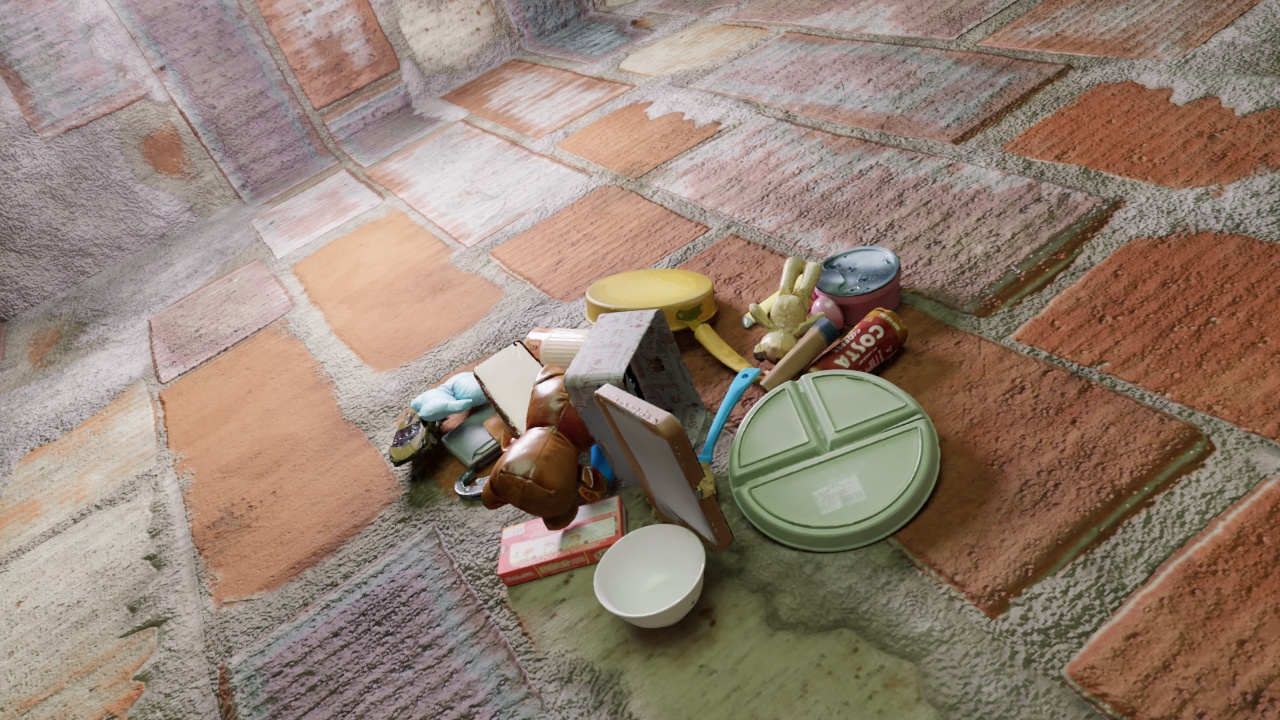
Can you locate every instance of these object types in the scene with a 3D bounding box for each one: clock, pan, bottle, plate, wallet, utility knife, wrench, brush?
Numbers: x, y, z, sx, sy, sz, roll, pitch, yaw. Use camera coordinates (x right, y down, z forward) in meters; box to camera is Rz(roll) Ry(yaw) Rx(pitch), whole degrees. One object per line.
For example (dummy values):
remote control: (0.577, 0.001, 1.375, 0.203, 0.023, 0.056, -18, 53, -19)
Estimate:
clock: (0.279, -0.093, 1.245, 0.158, 0.060, 0.117, -19, 34, 4)
pan: (0.062, -0.052, 1.304, 0.197, 0.078, 0.358, -19, 26, -30)
bottle: (-0.016, 0.085, 1.162, 0.065, 0.065, 0.218, 2, 47, 33)
plate: (0.205, 0.100, 1.000, 0.230, 0.027, 0.229, -13, 49, 14)
bottle: (0.252, 0.005, 1.123, 0.174, 0.057, 0.057, -39, 36, -22)
wallet: (0.195, -0.002, 1.130, 0.115, 0.033, 0.090, -46, -7, 3)
utility knife: (0.225, -0.108, 1.334, 0.204, 0.021, 0.031, -39, 39, -11)
wrench: (-0.121, 0.121, 1.224, 0.273, 0.016, 0.056, -24, 38, -1)
brush: (0.084, 0.098, 1.097, 0.083, 0.046, 0.253, 2, 47, 39)
wallet: (-0.209, 0.094, 1.296, 0.129, 0.037, 0.107, -37, 35, -20)

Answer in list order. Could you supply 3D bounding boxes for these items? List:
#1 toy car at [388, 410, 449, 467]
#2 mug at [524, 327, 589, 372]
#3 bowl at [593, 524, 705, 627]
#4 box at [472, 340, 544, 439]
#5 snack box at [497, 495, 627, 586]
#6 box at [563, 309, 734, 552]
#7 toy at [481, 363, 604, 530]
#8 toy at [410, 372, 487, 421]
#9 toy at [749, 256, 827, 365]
toy car: (-0.321, 0.102, 1.321, 0.070, 0.042, 0.158, -28, 21, 8)
mug: (-0.111, 0.006, 1.324, 0.106, 0.082, 0.114, 2, 53, 30)
bowl: (0.018, 0.233, 0.938, 0.118, 0.065, 0.118, -16, 33, 11)
box: (-0.154, 0.049, 1.225, 0.091, 0.076, 0.168, -35, 50, -12)
snack box: (-0.090, 0.210, 1.070, 0.153, 0.025, 0.075, -17, 34, 9)
box: (0.008, 0.074, 0.989, 0.134, 0.179, 0.270, -22, 33, 4)
toy: (-0.097, 0.099, 1.087, 0.140, 0.131, 0.199, 20, 64, 3)
toy: (-0.258, 0.048, 1.334, 0.156, 0.050, 0.161, -14, 15, -24)
toy: (0.198, -0.064, 1.208, 0.105, 0.066, 0.157, 14, 74, 15)
